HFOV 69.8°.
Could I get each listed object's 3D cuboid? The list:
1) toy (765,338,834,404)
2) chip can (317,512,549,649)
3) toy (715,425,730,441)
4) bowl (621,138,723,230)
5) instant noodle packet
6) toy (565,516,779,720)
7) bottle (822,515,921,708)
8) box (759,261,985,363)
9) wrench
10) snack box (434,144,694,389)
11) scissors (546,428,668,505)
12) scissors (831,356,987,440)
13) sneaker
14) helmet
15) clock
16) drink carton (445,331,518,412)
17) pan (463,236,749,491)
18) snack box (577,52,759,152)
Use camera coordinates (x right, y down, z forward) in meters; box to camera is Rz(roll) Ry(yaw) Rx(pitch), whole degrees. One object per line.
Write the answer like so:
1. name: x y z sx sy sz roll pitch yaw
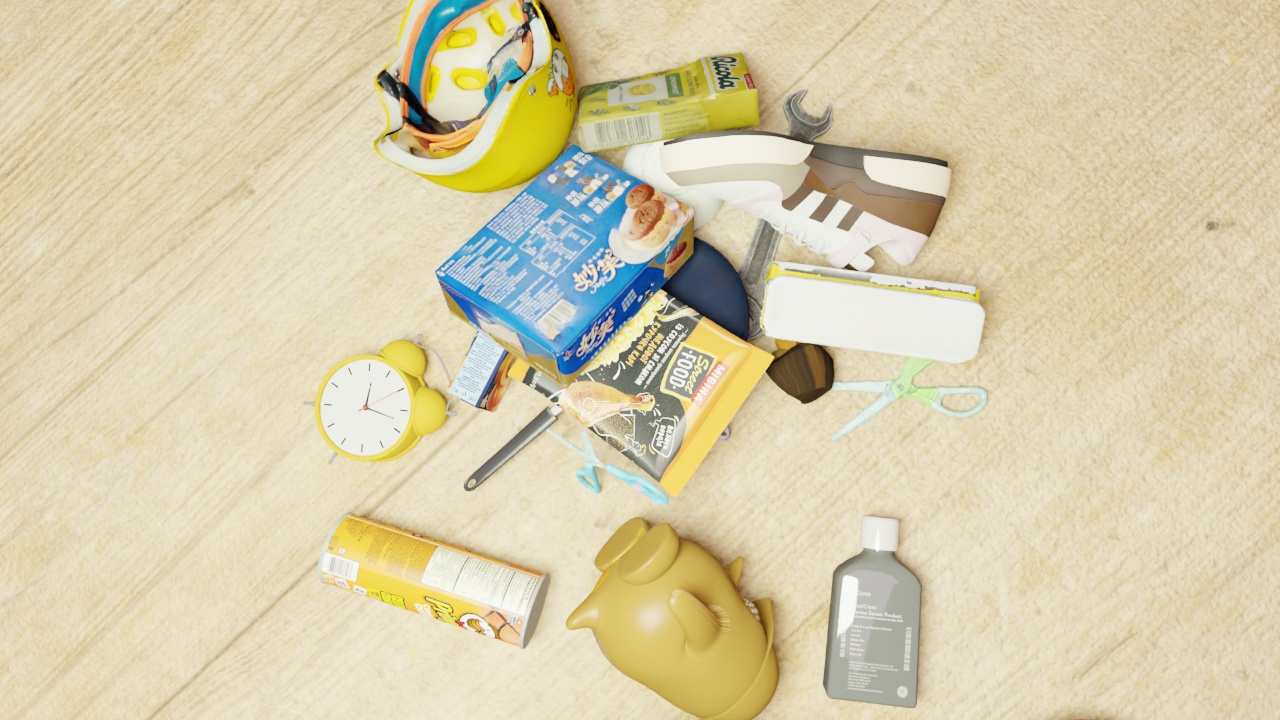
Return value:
1. toy: 0.154 -0.007 0.919 0.076 0.063 0.100 -10 66 -28
2. chip can: -0.205 0.219 0.919 0.215 0.075 0.075 16 86 7
3. toy: 0.043 0.043 0.932 0.100 0.036 0.080 2 75 7
4. bowl: 0.033 -0.192 0.943 0.113 0.063 0.113 -1 84 5
5. instant noodle packet: -0.005 0.005 0.896 0.221 0.032 0.160 34 88 23
6. toy: 0.051 0.251 0.862 0.203 0.199 0.162 47 72 -11
7. bottle: 0.227 0.239 0.889 0.084 0.046 0.173 5 85 6
8. box: 0.224 -0.054 0.907 0.209 0.080 0.079 8 104 2
9. wrench: 0.139 -0.152 0.955 0.070 0.010 0.273 18 86 7
10. snack box: -0.068 -0.095 0.882 0.155 0.069 0.202 32 65 22
11. scissors: -0.036 0.108 0.894 0.135 0.136 0.015 37 63 3
12. scissors: 0.260 0.021 0.926 0.170 0.028 0.138 -1 86 2
13. sneaker: 0.154 -0.149 0.891 0.293 0.112 0.116 4 97 -17
14. helmet: -0.150 -0.274 0.930 0.210 0.139 0.239 -13 66 28
15. clock: -0.268 0.043 0.956 0.152 0.052 0.113 -26 82 6
16. drink carton: -0.145 -0.014 0.941 0.040 0.064 0.130 27 87 9
17. pan: -0.046 0.016 0.936 0.356 0.021 0.198 -41 67 4
18. snack box: 0.023 -0.262 0.925 0.181 0.121 0.045 -9 125 5
